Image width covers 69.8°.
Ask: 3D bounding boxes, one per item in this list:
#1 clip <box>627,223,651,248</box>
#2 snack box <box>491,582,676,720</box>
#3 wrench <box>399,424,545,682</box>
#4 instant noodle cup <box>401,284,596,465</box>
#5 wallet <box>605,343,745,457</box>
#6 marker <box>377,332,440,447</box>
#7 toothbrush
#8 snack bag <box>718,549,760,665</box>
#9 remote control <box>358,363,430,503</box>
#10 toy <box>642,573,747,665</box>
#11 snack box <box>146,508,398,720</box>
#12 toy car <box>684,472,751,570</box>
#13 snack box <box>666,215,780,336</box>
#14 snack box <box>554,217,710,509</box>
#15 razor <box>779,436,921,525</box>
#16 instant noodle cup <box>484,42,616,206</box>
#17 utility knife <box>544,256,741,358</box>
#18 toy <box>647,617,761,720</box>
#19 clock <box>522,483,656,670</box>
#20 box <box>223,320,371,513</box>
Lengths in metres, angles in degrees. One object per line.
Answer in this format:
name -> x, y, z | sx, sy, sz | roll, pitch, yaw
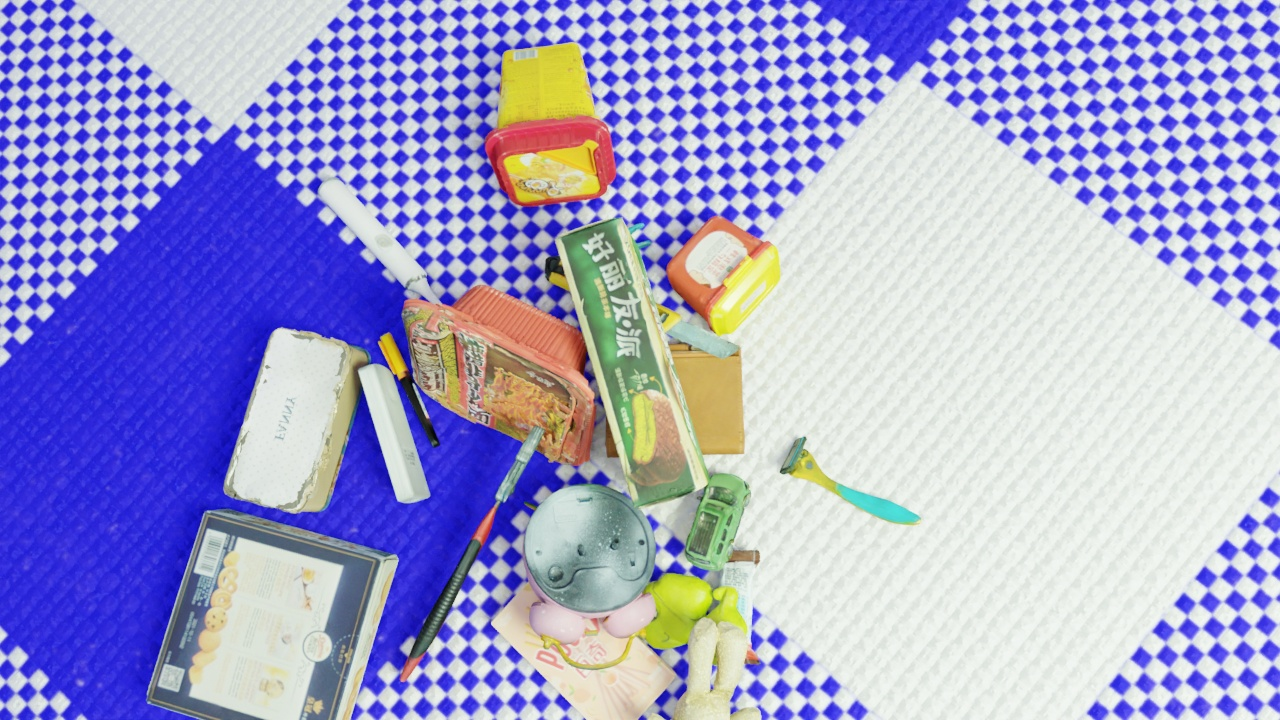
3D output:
clip -> -0.019, -0.116, 0.905 | 0.056, 0.014, 0.041 | -20, 79, -1
snack box -> -0.052, 0.263, 0.839 | 0.157, 0.026, 0.084 | 42, 85, 9
wrench -> -0.152, 0.175, 0.826 | 0.016, 0.056, 0.274 | 29, 101, -1
instant noodle cup -> -0.115, 0.008, 0.830 | 0.189, 0.165, 0.078 | 26, 60, 7
wallet -> 0.031, 0.037, 0.868 | 0.132, 0.031, 0.107 | -2, 82, 2
marker -> -0.225, 0.029, 0.893 | 0.015, 0.018, 0.124 | -28, 81, -2
toothbrush -> -0.241, -0.098, 0.911 | 0.026, 0.026, 0.221 | -42, 80, -10
snack bag -> 0.087, 0.225, 0.835 | 0.048, 0.026, 0.104 | -3, 79, 19
remote control -> -0.234, 0.069, 0.869 | 0.019, 0.056, 0.135 | -20, 81, 1
toy -> 0.045, 0.229, 0.826 | 0.100, 0.031, 0.097 | 43, 102, 25
snack box -> -0.340, 0.248, 0.852 | 0.182, 0.046, 0.177 | 14, 82, 6
toy car -> 0.069, 0.145, 0.837 | 0.043, 0.036, 0.091 | 12, 68, 25
snack box -> 0.077, -0.083, 0.861 | 0.080, 0.082, 0.091 | 41, 84, 19
snack box -> -0.005, 0.005, 0.800 | 0.063, 0.114, 0.240 | -18, 82, 5
razor -> 0.195, 0.119, 0.844 | 0.132, 0.028, 0.043 | 27, 52, 10
instant noodle cup -> -0.088, -0.229, 0.885 | 0.116, 0.116, 0.123 | -7, 69, 2
utility knife -> -0.003, -0.053, 0.875 | 0.217, 0.015, 0.033 | 26, 78, 18
toy -> 0.052, 0.292, 0.787 | 0.105, 0.066, 0.157 | 1, 112, -25
clock -> -0.046, 0.191, 0.811 | 0.117, 0.060, 0.158 | -2, 61, -17
box -> -0.325, 0.051, 0.878 | 0.090, 0.060, 0.184 | 15, 80, 6
